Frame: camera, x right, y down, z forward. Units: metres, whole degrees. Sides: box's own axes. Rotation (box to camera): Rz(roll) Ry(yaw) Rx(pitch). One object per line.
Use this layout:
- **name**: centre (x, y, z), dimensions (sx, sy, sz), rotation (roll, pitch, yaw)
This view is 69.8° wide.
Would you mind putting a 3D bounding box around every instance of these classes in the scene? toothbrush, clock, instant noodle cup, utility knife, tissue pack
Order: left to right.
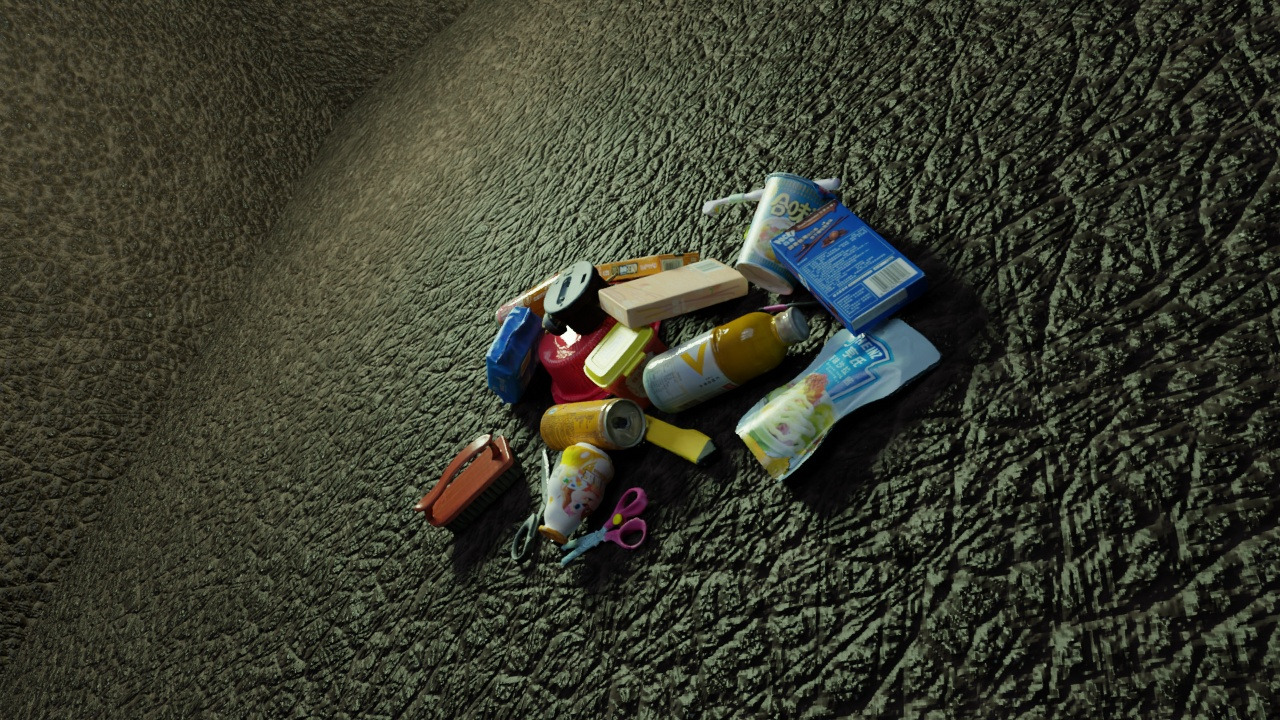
- **tissue pack**: centre (-0.173, -0.005, 1.252), dimensions (0.157, 0.052, 0.094), rotation (104, -170, -66)
- **clock**: centre (-0.083, -0.074, 1.152), dimensions (0.122, 0.055, 0.081), rotation (-21, 42, 38)
- **instant noodle cup**: centre (-0.066, -0.031, 1.200), dimensions (0.194, 0.066, 0.193), rotation (-32, 35, 26)
- **utility knife**: centre (0.027, 0.080, 1.016), dimensions (0.033, 0.015, 0.193), rotation (-55, 32, -10)
- **toothbrush**: centre (0.154, -0.195, 1.090), dimensions (0.190, 0.021, 0.029), rotation (-3, 29, 43)
- **instant noodle cup**: centre (0.160, -0.137, 1.020), dimensions (0.099, 0.099, 0.110), rotation (17, 77, 55)
- **toothbrush**: centre (0.195, -0.058, 0.964), dimensions (0.190, 0.014, 0.017), rotation (-5, 65, 49)

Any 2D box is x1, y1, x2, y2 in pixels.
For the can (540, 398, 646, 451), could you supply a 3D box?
- **can**: centre (-0.058, 0.076, 1.068), dimensions (0.146, 0.058, 0.058), rotation (-9, 49, 54)

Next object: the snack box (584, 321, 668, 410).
- **snack box**: centre (-0.006, 0.006, 1.074), dimensions (0.091, 0.080, 0.082), rotation (-49, 31, -1)

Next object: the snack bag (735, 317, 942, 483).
- **snack bag**: centre (0.181, 0.029, 0.870), dimensions (0.191, 0.039, 0.110), rotation (-41, 27, 5)

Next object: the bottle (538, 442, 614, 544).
- **bottle**: centre (-0.074, 0.148, 1.021), dimensions (0.063, 0.063, 0.108), rotation (-2, 55, 49)

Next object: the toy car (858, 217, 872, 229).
- **toy car**: centre (0.210, -0.113, 0.981), dimensions (0.090, 0.035, 0.042), rotation (-51, 31, -7)

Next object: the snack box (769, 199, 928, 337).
- **snack box**: centre (0.204, -0.096, 0.915), dimensions (0.084, 0.026, 0.157), rotation (-33, 45, 0)

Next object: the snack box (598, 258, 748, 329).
- **snack box**: centre (0.038, -0.081, 1.082), dimensions (0.157, 0.026, 0.084), rotation (-18, 26, -19)

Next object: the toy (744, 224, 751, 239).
- **toy**: centre (0.167, -0.177, 1.106), dimensions (0.100, 0.031, 0.096), rotation (-47, 37, 8)

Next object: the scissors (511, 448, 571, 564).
- **scissors**: centre (-0.110, 0.167, 1.096), dimensions (0.159, 0.014, 0.171), rotation (-53, 31, -11)

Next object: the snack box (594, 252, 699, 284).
- **snack box**: centre (-0.001, -0.120, 1.207), dimensions (0.154, 0.075, 0.026), rotation (-4, 93, 48)

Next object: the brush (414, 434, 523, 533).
- **brush**: centre (-0.224, 0.160, 1.183), dimensions (0.146, 0.069, 0.063), rotation (-44, 32, 8)

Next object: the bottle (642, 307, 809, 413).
- **bottle**: centre (0.090, -0.003, 0.979), dimensions (0.190, 0.068, 0.067), rotation (-26, 39, 32)

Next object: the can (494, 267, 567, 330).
- **can**: centre (-0.145, -0.082, 1.352), dimensions (0.148, 0.058, 0.057), rotation (-26, 39, 31)

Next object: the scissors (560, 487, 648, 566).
- **scissors**: centre (-0.040, 0.195, 0.982), dimensions (0.138, 0.017, 0.077), rotation (-39, 42, 22)
